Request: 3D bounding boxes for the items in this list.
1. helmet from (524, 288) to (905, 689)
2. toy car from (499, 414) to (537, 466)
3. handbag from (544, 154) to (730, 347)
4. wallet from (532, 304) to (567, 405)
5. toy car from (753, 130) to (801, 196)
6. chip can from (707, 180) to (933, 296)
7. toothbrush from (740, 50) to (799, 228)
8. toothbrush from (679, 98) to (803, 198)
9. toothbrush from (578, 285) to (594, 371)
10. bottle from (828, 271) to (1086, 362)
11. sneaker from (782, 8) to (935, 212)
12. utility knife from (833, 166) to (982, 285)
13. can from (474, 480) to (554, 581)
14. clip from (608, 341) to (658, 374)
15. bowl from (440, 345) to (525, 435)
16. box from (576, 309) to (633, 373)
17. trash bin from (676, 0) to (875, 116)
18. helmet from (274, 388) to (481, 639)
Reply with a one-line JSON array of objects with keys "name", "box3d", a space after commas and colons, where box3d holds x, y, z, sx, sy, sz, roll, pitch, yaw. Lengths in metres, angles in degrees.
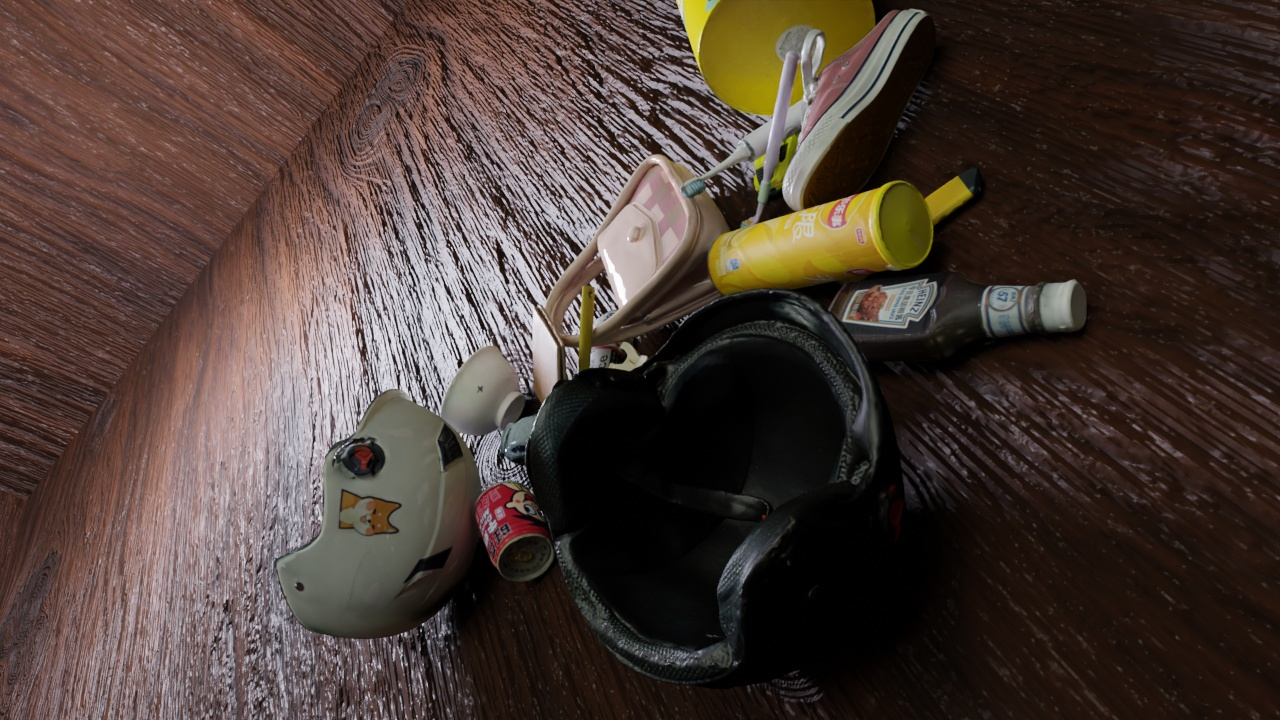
[{"name": "helmet", "box3d": [0.069, 0.094, 0.647, 0.234, 0.230, 0.274, 28, 85, 40]}, {"name": "toy car", "box3d": [-0.110, 0.084, 1.033, 0.121, 0.037, 0.054, -14, 51, 39]}, {"name": "handbag", "box3d": [-0.013, -0.100, 1.007, 0.234, 0.093, 0.193, -38, 37, 16]}, {"name": "wallet", "box3d": [-0.096, 0.010, 0.986, 0.101, 0.020, 0.115, -127, 31, -55]}, {"name": "toy car", "box3d": [0.145, -0.222, 0.985, 0.048, 0.032, 0.105, -18, 47, 41]}, {"name": "chip can", "box3d": [0.153, -0.102, 0.820, 0.214, 0.072, 0.072, -7, 57, 55]}, {"name": "toothbrush", "box3d": [0.129, -0.213, 0.916, 0.029, 0.021, 0.189, -85, 5, -60]}, {"name": "toothbrush", "box3d": [0.131, -0.229, 0.939, 0.220, 0.027, 0.026, -35, 56, -11]}, {"name": "toothbrush", "box3d": [-0.062, 0.017, 0.953, 0.017, 0.015, 0.190, 1, 87, 51]}, {"name": "bottle", "box3d": [0.237, -0.035, 0.710, 0.195, 0.044, 0.079, -2, 45, 45]}, {"name": "sneaker", "box3d": [0.193, -0.242, 0.883, 0.088, 0.118, 0.240, 23, 74, 37]}, {"name": "utility knife", "box3d": [0.234, -0.113, 0.806, 0.157, 0.015, 0.033, -39, 32, 24]}, {"name": "can", "box3d": [-0.131, 0.177, 0.953, 0.066, 0.066, 0.093, -49, 35, 8]}, {"name": "clip", "box3d": [-0.009, 0.003, 0.923, 0.095, 0.102, 0.035, 31, 87, 19]}, {"name": "bowl", "box3d": [-0.179, 0.048, 1.105, 0.065, 0.118, 0.118, 27, 82, 15]}, {"name": "box", "box3d": [-0.038, 0.016, 1.005, 0.069, 0.052, 0.164, -12, 52, 26]}, {"name": "trash bin", "box3d": [0.137, -0.423, 1.005, 0.230, 0.229, 0.254, -31, 47, 30]}, {"name": "helmet", "box3d": [-0.254, 0.180, 1.000, 0.157, 0.230, 0.273, 19, 68, 10]}]
